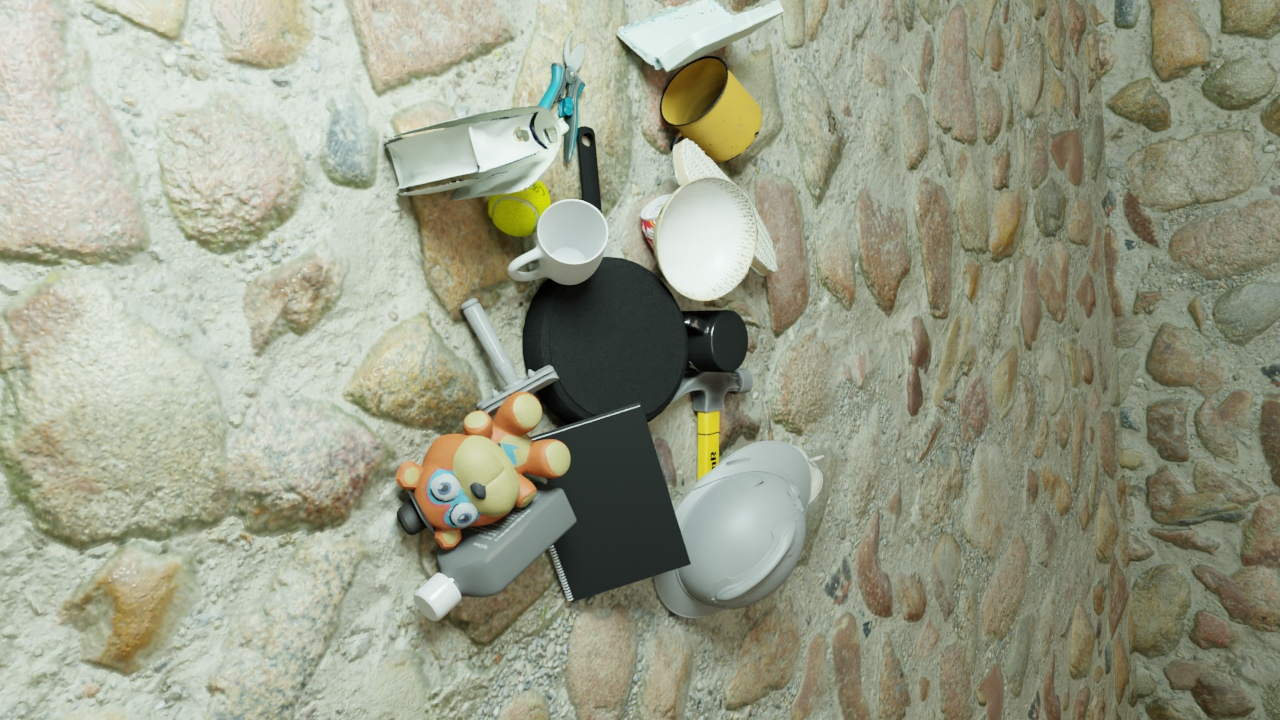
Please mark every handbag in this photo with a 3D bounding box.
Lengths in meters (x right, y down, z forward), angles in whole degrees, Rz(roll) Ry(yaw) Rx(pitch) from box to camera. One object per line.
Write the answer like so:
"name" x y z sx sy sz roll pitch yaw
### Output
"handbag" -0.136 -0.201 0.886 0.175 0.151 0.074 -28 111 -44

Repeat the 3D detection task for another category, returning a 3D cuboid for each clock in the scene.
"clock" 0.183 0.178 1.294 0.156 0.103 0.061 -41 116 -9

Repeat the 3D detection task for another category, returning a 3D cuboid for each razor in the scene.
"razor" -0.151 -0.010 0.949 0.088 0.047 0.116 -29 97 -8

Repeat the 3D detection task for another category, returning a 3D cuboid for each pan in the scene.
"pan" -0.040 -0.094 1.045 0.203 0.044 0.355 -5 89 -31

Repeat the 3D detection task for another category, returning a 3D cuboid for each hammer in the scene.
"hammer" 0.088 0.168 1.232 0.169 0.034 0.324 -4 96 -46

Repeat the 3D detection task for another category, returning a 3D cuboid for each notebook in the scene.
"notebook" -0.042 0.163 1.029 0.149 0.016 0.207 -17 109 -1

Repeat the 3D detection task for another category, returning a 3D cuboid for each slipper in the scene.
"slipper" 0.107 -0.190 1.196 0.272 0.054 0.114 35 38 -53

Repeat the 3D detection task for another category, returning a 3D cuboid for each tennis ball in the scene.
"tennis ball" -0.126 -0.162 0.959 0.065 0.065 0.065 -2 93 -47

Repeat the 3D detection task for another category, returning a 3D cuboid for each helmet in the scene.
"helmet" 0.146 0.232 1.168 0.271 0.118 0.183 -47 114 -9

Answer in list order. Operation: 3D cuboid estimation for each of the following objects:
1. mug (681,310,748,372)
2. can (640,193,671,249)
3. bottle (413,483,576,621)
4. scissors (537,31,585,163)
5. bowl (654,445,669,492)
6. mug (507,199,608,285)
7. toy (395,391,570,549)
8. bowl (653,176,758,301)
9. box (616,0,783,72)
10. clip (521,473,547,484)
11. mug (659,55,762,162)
"mug" 0.069 -0.031 1.159 0.113 0.088 0.078 31 69 -43
"can" 0.046 -0.150 1.148 0.064 0.064 0.105 -54 127 -31
"bottle" -0.154 0.193 0.930 0.173 0.084 0.046 -40 119 -38
"scissors" -0.089 -0.292 1.031 0.124 0.019 0.156 -30 111 -44
"bowl" 0.005 0.164 1.105 0.114 0.061 0.114 132 -57 -90
"mug" -0.089 -0.108 0.954 0.107 0.089 0.071 -27 79 -15
"toy" -0.161 0.111 0.909 0.176 0.096 0.112 -33 110 -5
"bowl" 0.063 -0.146 1.079 0.145 0.063 0.145 -10 110 -31
"box" 0.077 -0.415 1.133 0.196 0.126 0.074 -38 153 -41
"clip" -0.131 0.108 0.974 0.076 0.023 0.042 21 75 -15
"mug" 0.086 -0.306 1.167 0.094 0.100 0.123 33 90 -45
